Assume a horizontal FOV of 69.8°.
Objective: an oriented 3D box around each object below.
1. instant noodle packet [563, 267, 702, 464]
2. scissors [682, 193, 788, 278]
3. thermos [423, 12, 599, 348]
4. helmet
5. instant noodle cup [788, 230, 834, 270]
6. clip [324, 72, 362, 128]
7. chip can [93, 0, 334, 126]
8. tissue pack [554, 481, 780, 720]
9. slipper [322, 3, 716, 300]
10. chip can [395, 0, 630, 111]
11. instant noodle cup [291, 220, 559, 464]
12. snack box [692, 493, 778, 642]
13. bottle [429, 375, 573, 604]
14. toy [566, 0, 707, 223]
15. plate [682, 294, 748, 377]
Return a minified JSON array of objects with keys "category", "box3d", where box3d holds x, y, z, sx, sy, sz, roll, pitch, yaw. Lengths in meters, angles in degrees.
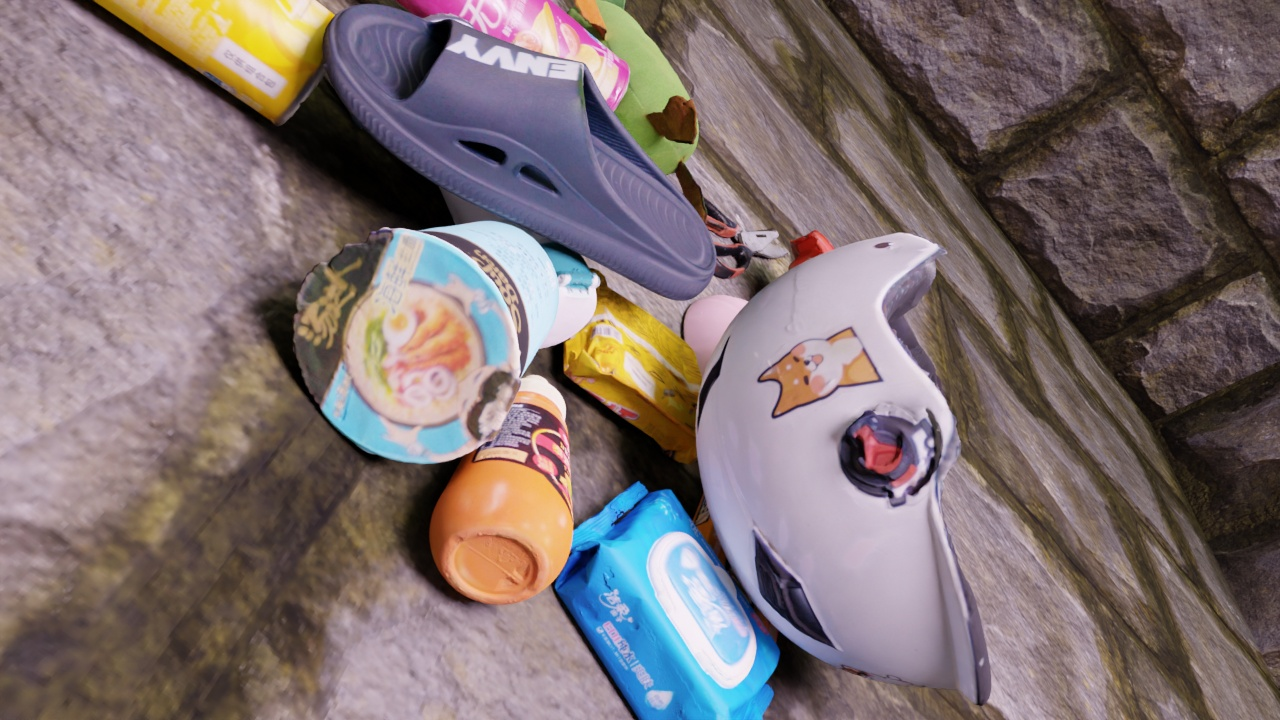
[{"category":"instant noodle packet","box3d":[-0.004,0.004,0.625,0.128,0.044,0.110,39,26,-33]},{"category":"scissors","box3d":[0.098,-0.132,0.949,0.206,0.015,0.201,40,32,-25]},{"category":"thermos","box3d":[-0.096,-0.112,0.582,0.073,0.073,0.224,4,54,-55]},{"category":"helmet","box3d":[0.113,0.062,0.555,0.230,0.157,0.273,55,33,-60]},{"category":"instant noodle cup","box3d":[0.186,-0.030,0.869,0.189,0.079,0.164,56,3,0]},{"category":"clip","box3d":[-0.180,-0.173,0.569,0.058,0.026,0.042,48,37,-4]},{"category":"chip can","box3d":[-0.252,-0.206,0.444,0.213,0.072,0.072,34,35,-33]},{"category":"tissue pack","box3d":[0.022,0.146,0.504,0.157,0.052,0.094,57,29,3]},{"category":"slipper","box3d":[-0.043,-0.130,0.521,0.268,0.084,0.110,29,38,-30]},{"category":"chip can","box3d":[-0.105,-0.245,0.652,0.210,0.072,0.071,31,37,-35]},{"category":"instant noodle cup","box3d":[-0.093,-0.021,0.464,0.111,0.111,0.120,51,20,-6]},{"category":"snack box","box3d":[0.071,0.123,0.629,0.075,0.026,0.153,49,29,-10]},{"category":"bottle","box3d":[-0.063,0.054,0.472,0.067,0.067,0.149,42,24,-21]},{"category":"toy","box3d":[-0.008,-0.234,0.812,0.246,0.090,0.227,62,0,32]},{"category":"plate","box3d":[0.113,0.019,0.788,0.192,0.039,0.192,37,33,-30]}]
